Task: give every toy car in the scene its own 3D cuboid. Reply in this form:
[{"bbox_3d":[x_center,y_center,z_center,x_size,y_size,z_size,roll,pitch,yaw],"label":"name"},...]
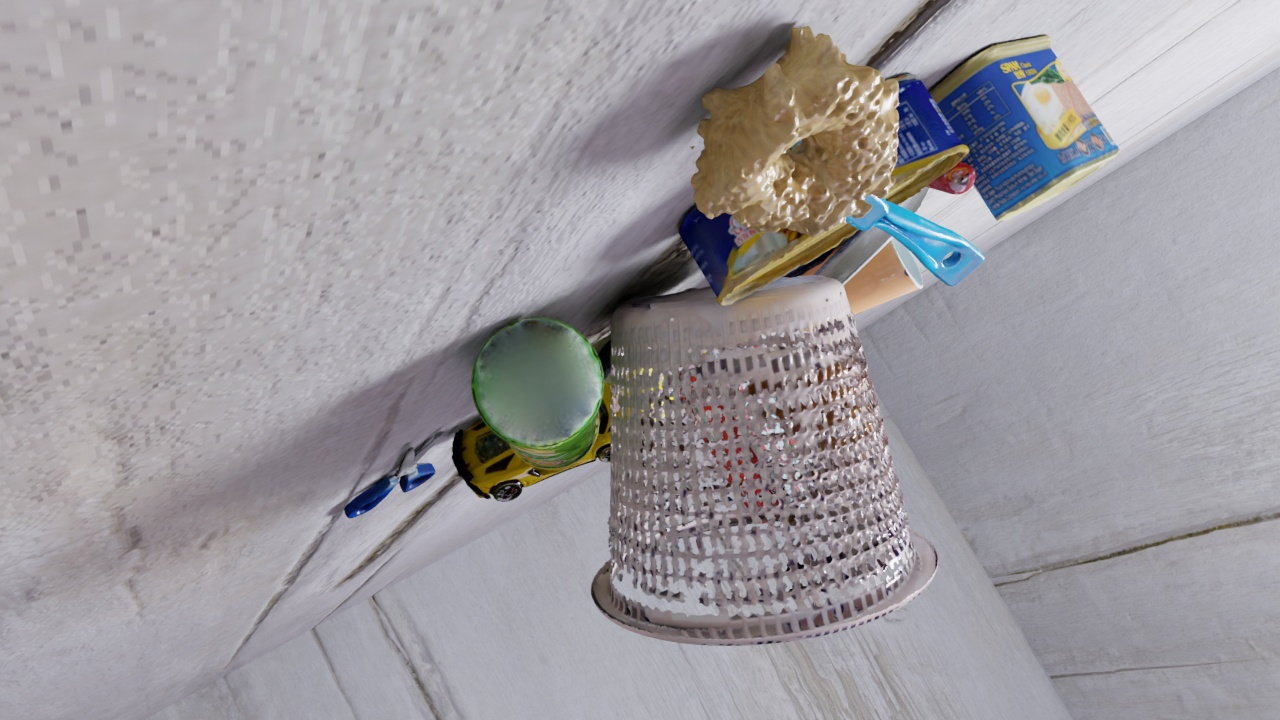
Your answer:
[{"bbox_3d":[-0.071,0.058,0.725,0.156,0.071,0.041,-18,139,-4],"label":"toy car"}]

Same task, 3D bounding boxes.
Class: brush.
[{"bbox_3d":[0.106,-0.070,0.412,0.083,0.046,0.254,-44,150,22],"label":"brush"}]

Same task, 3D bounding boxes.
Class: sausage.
[{"bbox_3d":[0.169,-0.115,0.555,0.020,0.020,0.155,-31,-166,6],"label":"sausage"}]

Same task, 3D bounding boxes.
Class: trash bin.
[{"bbox_3d":[0.067,0.049,0.598,0.227,0.192,0.227,-8,-173,1],"label":"trash bin"}]

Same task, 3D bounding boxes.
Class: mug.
[{"bbox_3d":[0.207,-0.080,0.914,0.123,0.078,0.078,-27,175,27],"label":"mug"}]

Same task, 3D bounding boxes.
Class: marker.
[{"bbox_3d":[-0.033,0.008,0.752,0.020,0.022,0.132,12,158,-16],"label":"marker"}]

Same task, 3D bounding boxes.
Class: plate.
[{"bbox_3d":[0.173,-0.088,0.729,0.179,0.024,0.179,-45,175,-5],"label":"plate"}]

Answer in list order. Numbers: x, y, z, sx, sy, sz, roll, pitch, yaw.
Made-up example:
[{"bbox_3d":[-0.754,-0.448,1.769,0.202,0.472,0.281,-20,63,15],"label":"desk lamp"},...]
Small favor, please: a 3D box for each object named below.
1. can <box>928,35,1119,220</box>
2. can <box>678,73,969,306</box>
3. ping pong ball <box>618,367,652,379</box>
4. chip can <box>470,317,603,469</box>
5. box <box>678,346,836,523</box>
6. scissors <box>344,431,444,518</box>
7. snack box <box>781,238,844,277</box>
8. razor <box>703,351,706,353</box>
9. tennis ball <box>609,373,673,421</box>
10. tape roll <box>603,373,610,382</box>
[{"bbox_3d":[0.221,-0.134,0.532,0.101,0.083,0.057,-24,170,-41],"label":"can"},{"bbox_3d":[0.093,-0.087,0.482,0.148,0.049,0.074,-32,173,13],"label":"can"},{"bbox_3d":[-0.005,0.004,0.766,0.040,0.040,0.040,-29,173,-4],"label":"ping pong ball"},{"bbox_3d":[-0.060,0.028,0.585,0.072,0.072,0.221,-29,173,-8],"label":"chip can"},{"bbox_3d":[0.110,0.051,0.894,0.098,0.201,0.095,-28,171,-12],"label":"box"},{"bbox_3d":[-0.199,0.095,0.738,0.141,0.012,0.171,-30,172,-2],"label":"scissors"},{"bbox_3d":[0.116,-0.085,0.678,0.084,0.026,0.157,-30,173,-10],"label":"snack box"},{"bbox_3d":[0.032,-0.013,0.796,0.043,0.028,0.132,1,180,15],"label":"razor"},{"bbox_3d":[0.003,0.025,0.842,0.065,0.065,0.065,-29,173,-4],"label":"tennis ball"},{"bbox_3d":[-0.049,0.034,0.904,0.086,0.014,0.086,-29,173,-4],"label":"tape roll"}]
